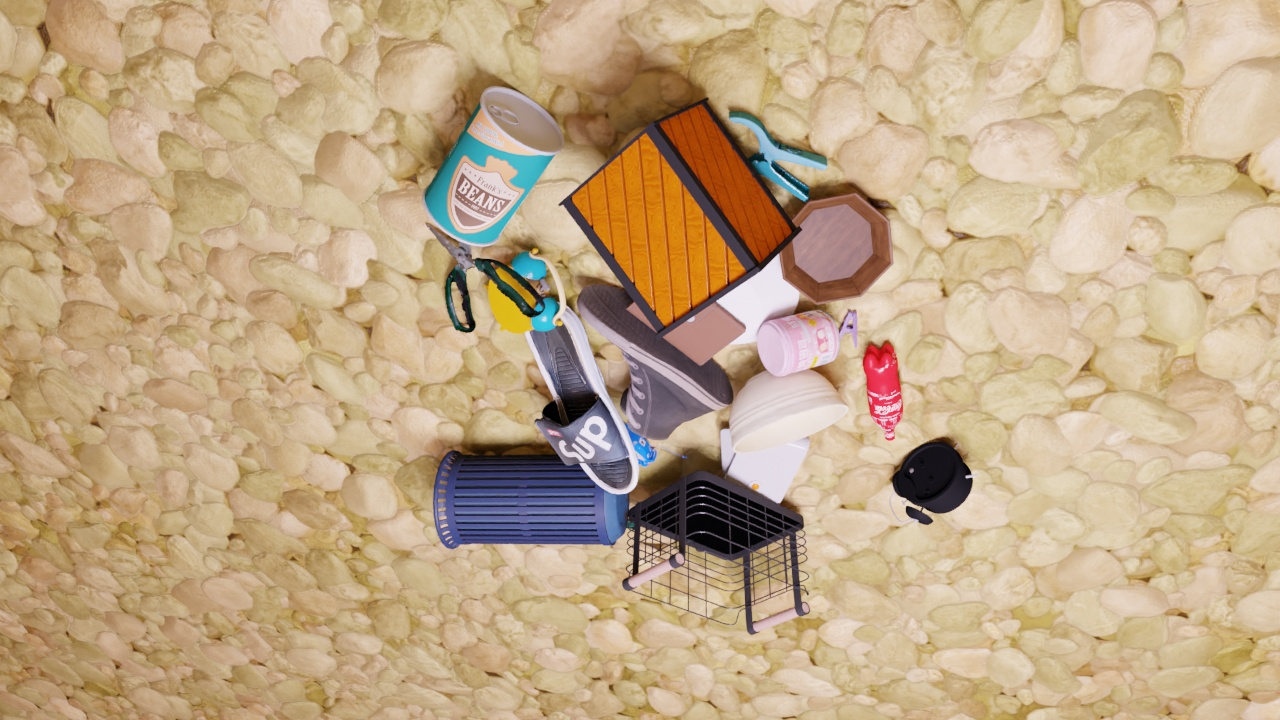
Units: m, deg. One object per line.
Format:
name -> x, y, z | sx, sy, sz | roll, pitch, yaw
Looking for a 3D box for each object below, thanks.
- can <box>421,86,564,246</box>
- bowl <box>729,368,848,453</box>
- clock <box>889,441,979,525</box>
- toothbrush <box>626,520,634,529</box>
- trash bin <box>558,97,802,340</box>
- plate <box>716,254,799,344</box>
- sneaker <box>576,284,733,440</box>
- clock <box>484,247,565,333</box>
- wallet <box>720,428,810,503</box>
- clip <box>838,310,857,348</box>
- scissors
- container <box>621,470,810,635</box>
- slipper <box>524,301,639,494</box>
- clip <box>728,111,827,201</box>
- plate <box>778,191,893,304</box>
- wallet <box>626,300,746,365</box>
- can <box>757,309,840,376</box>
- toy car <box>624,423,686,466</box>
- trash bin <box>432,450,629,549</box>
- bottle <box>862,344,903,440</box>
can -> -0.163, -0.211, 1.009 | 0.099, 0.099, 0.144 | 33, 125, -14
bowl -> 0.173, 0.053, 1.138 | 0.150, 0.075, 0.151 | -17, 162, -6
clock -> 0.374, 0.162, 1.190 | 0.042, 0.091, 0.121 | 36, 112, -28
toothbrush -> -0.097, 0.243, 1.388 | 0.190, 0.017, 0.016 | 4, 127, 9
trash bin -> 0.044, -0.149, 0.953 | 0.140, 0.139, 0.172 | -33, 96, 35
plate -> 0.099, -0.075, 1.088 | 0.174, 0.036, 0.174 | 8, 132, 9
sneaker -> -0.007, 0.006, 1.152 | 0.234, 0.095, 0.120 | 36, 125, -24
clock -> -0.140, -0.079, 1.117 | 0.130, 0.043, 0.099 | -16, 94, 43
wallet -> 0.154, 0.133, 1.245 | 0.115, 0.037, 0.119 | 18, 124, -3
clip -> 0.251, -0.038, 1.113 | 0.029, 0.013, 0.050 | 5, 125, 6
scissors -> -0.188, -0.086, 1.110 | 0.206, 0.015, 0.202 | 32, 141, 27
container -> 0.105, 0.269, 1.255 | 0.241, 0.130, 0.163 | 27, 136, -29
slipper -> -0.087, 0.057, 1.162 | 0.111, 0.062, 0.264 | -11, 102, 42
clip -> 0.141, -0.235, 0.981 | 0.130, 0.030, 0.120 | 9, 123, 4
plate -> 0.218, -0.128, 1.032 | 0.131, 0.025, 0.131 | 1, 117, 1
wallet -> 0.054, -0.049, 1.088 | 0.121, 0.013, 0.088 | 37, 130, -17
can -> 0.186, -0.021, 1.086 | 0.076, 0.067, 0.067 | -14, 130, -21
toy car -> 0.011, 0.113, 1.256 | 0.062, 0.033, 0.092 | -27, 117, 35
trash bin -> -0.147, 0.195, 1.288 | 0.250, 0.139, 0.139 | -2, 126, 10
bottle -> 0.304, 0.044, 1.145 | 0.042, 0.041, 0.142 | -7, 125, 16
